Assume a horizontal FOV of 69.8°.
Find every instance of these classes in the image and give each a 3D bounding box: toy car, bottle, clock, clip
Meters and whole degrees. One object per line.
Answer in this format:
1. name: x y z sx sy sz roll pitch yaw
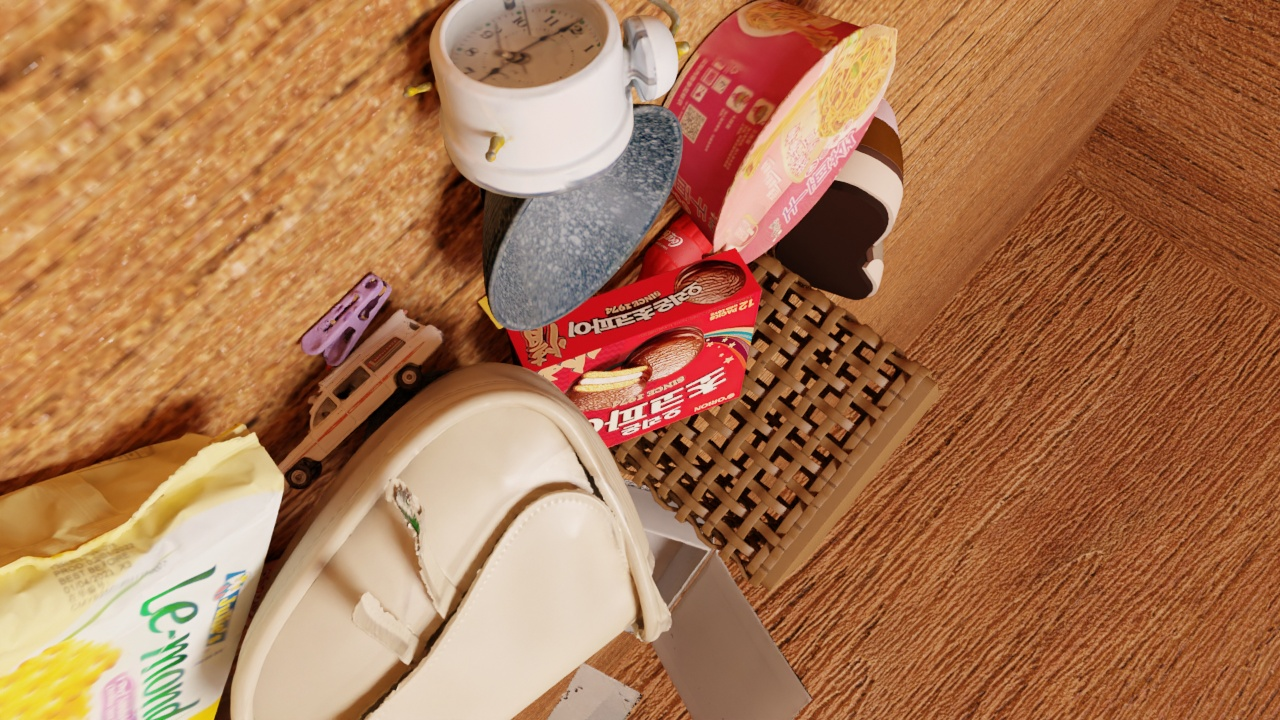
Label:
1. toy car: -0.150 0.019 0.470 0.113 0.039 0.039 -44 -172 -13
2. bottle: 0.030 -0.083 0.694 0.119 0.036 0.036 -47 163 -5
3. clock: -0.034 -0.121 0.382 0.117 0.083 0.057 -41 155 -21
4. clip: -0.142 -0.020 0.450 0.051 0.013 0.032 -50 165 -7

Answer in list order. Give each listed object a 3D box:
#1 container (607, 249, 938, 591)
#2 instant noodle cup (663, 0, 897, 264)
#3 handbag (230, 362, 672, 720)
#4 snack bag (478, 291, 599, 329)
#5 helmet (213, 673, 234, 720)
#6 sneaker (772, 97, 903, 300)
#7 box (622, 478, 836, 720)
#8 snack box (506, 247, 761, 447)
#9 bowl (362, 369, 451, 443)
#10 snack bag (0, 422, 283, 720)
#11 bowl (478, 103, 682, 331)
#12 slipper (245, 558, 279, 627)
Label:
1. container: 0.120 0.045 0.853 0.220 0.214 0.251 -53 163 8
2. instant noodle cup: 0.079 -0.154 0.599 0.178 0.078 0.179 -43 160 -20
3. handbag: -0.094 0.129 0.443 0.229 0.184 0.132 -38 -165 -3
4. snack bag: -0.061 -0.041 0.581 0.099 0.026 0.020 -23 154 -52
5. helmet: -0.235 0.248 0.550 0.271 0.117 0.183 -6 170 -4
6. sneaker: 0.196 -0.154 0.883 0.294 0.112 0.116 59 53 -72
7. box: 0.017 0.254 0.865 0.164 0.330 0.168 -13 142 -41
8. snack box: -0.004 0.004 0.606 0.152 0.035 0.133 -20 151 -12
9. bowl: -0.127 0.044 0.549 0.110 0.055 0.110 -44 163 -17
10. snack bag: -0.259 0.138 0.402 0.159 0.068 0.248 -31 156 -54
11. bowl: -0.045 -0.085 0.471 0.136 0.057 0.137 -44 162 -18
12. slipper: -0.179 0.138 0.595 0.197 0.093 0.081 37 75 -75
